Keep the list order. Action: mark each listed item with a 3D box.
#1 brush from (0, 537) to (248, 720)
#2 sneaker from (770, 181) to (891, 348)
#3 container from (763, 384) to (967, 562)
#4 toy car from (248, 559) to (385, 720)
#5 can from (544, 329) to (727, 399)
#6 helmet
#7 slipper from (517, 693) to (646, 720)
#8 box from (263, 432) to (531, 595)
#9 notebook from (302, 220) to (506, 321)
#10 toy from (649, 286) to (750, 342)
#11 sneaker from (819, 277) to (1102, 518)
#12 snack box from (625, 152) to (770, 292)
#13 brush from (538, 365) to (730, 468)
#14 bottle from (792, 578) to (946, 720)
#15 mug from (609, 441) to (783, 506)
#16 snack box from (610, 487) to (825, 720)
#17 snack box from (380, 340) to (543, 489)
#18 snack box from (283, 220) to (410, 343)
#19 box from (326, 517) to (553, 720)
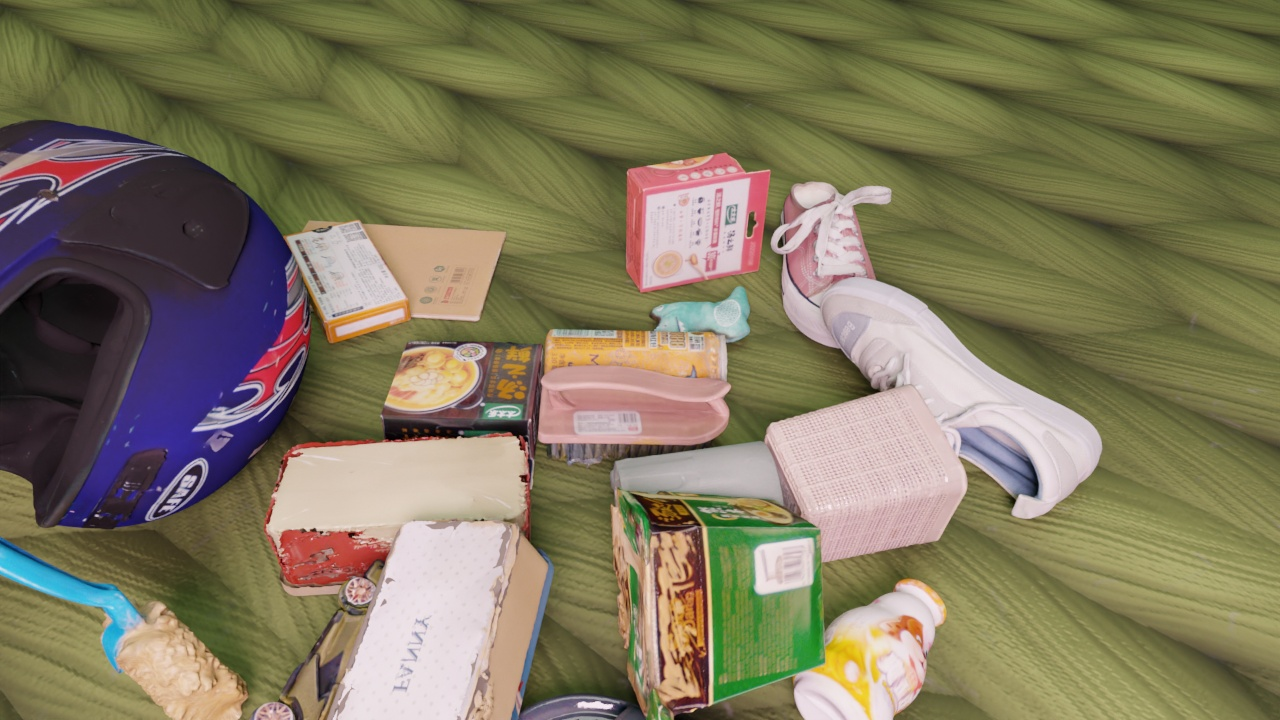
[{"bbox_3d":[-0.290,0.121,0.468,0.083,0.255,0.045,21,60,38],"label":"brush"},{"bbox_3d":[0.179,-0.111,0.870,0.118,0.088,0.240,1,43,-1],"label":"sneaker"},{"bbox_3d":[0.146,0.083,0.636,0.111,0.090,0.089,-12,52,-11],"label":"container"},{"bbox_3d":[-0.179,0.183,0.525,0.042,0.070,0.157,25,43,-2],"label":"toy car"},{"bbox_3d":[-0.004,0.004,0.752,0.146,0.058,0.058,1,40,-1],"label":"can"},{"bbox_3d":[-0.358,-0.006,0.607,0.240,0.248,0.314,36,32,-15],"label":"helmet"},{"bbox_3d":[0.037,0.243,0.454,0.268,0.083,0.110,27,45,25],"label":"slipper"},{"bbox_3d":[-0.158,0.098,0.619,0.168,0.080,0.091,-3,40,-5],"label":"box"},{"bbox_3d":[-0.246,-0.091,0.896,0.208,0.008,0.147,3,40,2],"label":"notebook"},{"bbox_3d":[0.053,-0.031,0.821,0.092,0.030,0.096,-1,47,4],"label":"toy"},{"bbox_3d":[0.224,0.030,0.711,0.242,0.090,0.090,39,58,24],"label":"sneaker"},{"bbox_3d":[0.052,-0.132,0.874,0.127,0.113,0.044,-12,41,-17],"label":"snack box"},{"bbox_3d":[-0.004,0.039,0.701,0.145,0.073,0.063,2,39,-3],"label":"brush"},{"bbox_3d":[0.141,0.176,0.549,0.063,0.063,0.108,32,49,31],"label":"bottle"},{"bbox_3d":[0.034,0.097,0.639,0.103,0.084,0.124,-6,14,-8],"label":"mug"},{"bbox_3d":[0.045,0.129,0.525,0.105,0.118,0.117,-5,5,-10],"label":"snack box"},{"bbox_3d":[-0.136,0.039,0.719,0.113,0.053,0.125,1,35,-1],"label":"snack box"},{"bbox_3d":[-0.274,-0.078,0.851,0.075,0.026,0.153,-19,45,-23],"label":"snack box"},{"bbox_3d":[-0.110,0.165,0.507,0.090,0.059,0.183,-3,48,22],"label":"box"}]
